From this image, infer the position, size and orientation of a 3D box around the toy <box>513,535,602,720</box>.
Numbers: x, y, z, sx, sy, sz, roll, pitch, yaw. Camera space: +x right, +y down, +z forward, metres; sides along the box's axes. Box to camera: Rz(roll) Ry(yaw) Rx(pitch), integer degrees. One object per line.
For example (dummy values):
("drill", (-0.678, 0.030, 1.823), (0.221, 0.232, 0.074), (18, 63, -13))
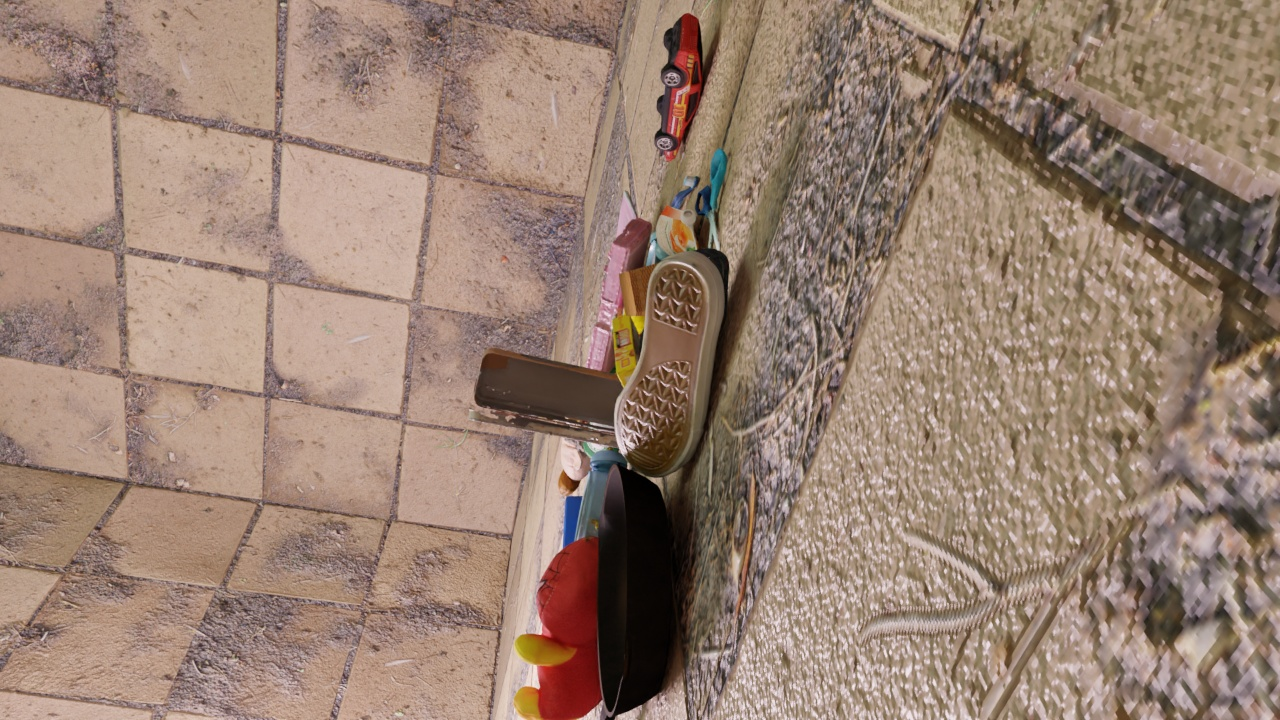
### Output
("toy", (-0.070, 0.302, 1.037), (0.147, 0.099, 0.216), (-16, -59, -66))

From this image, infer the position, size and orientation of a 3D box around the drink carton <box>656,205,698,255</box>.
("drink carton", (0.047, -0.134, 1.001), (0.122, 0.039, 0.069), (-126, 21, -74))

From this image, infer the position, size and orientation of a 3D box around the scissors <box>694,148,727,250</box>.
("scissors", (0.072, -0.148, 0.954), (0.110, 0.015, 0.132), (151, 123, -76))

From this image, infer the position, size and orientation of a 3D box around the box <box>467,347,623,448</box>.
("box", (-0.098, 0.048, 1.134), (0.095, 0.216, 0.107), (135, 146, -73))

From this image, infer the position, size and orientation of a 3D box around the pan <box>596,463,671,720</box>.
("pan", (-0.014, 0.274, 0.880), (0.248, 0.043, 0.356), (-113, 27, -71))

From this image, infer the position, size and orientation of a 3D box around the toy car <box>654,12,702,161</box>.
("toy car", (0.048, -0.348, 1.186), (0.190, 0.056, 0.081), (102, 175, -57))

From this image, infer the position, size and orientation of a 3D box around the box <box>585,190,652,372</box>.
("box", (-0.028, -0.106, 1.328), (0.179, 0.059, 0.233), (-81, 3, -53))

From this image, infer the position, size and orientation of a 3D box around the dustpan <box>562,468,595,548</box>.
("dustpan", (-0.086, 0.253, 1.337), (0.245, 0.059, 0.258), (-93, 6, -56))

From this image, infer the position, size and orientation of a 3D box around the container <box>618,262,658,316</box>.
("container", (0.015, -0.078, 1.006), (0.114, 0.061, 0.063), (-158, 58, -81))

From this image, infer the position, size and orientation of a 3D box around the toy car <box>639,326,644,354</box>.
("toy car", (0.018, -0.028, 1.068), (0.042, 0.036, 0.091), (112, 165, -54))

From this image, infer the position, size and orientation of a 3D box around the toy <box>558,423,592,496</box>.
("toy", (-0.086, 0.135, 1.414), (0.132, 0.076, 0.176), (-58, -10, -65))

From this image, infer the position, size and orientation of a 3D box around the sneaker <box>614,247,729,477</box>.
("sneaker", (0.040, 0.004, 0.837), (0.079, 0.087, 0.236), (-35, -35, -49))

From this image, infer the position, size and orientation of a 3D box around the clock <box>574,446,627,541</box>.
("clock", (-0.043, 0.180, 1.150), (0.161, 0.060, 0.118), (-85, 8, -53))

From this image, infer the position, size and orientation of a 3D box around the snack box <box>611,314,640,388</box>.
("snack box", (-0.007, 0.006, 1.099), (0.152, 0.025, 0.075), (-98, -16, -64))

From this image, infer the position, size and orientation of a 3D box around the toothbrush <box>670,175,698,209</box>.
("toothbrush", (0.049, -0.199, 1.135), (0.132, 0.016, 0.021), (131, 150, -72))

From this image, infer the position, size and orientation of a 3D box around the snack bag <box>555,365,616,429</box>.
("snack bag", (-0.064, 0.050, 1.347), (0.087, 0.044, 0.154), (-23, 20, 48))

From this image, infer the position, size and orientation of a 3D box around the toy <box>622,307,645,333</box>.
("toy", (-0.001, -0.078, 1.234), (0.094, 0.041, 0.095), (119, 163, -78))

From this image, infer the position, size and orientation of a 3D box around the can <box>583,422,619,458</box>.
("can", (-0.047, 0.099, 1.282), (0.101, 0.053, 0.053), (111, 166, -52))

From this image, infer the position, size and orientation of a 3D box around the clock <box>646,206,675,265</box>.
("clock", (0.026, -0.126, 1.112), (0.087, 0.042, 0.123), (-103, 23, -69))
